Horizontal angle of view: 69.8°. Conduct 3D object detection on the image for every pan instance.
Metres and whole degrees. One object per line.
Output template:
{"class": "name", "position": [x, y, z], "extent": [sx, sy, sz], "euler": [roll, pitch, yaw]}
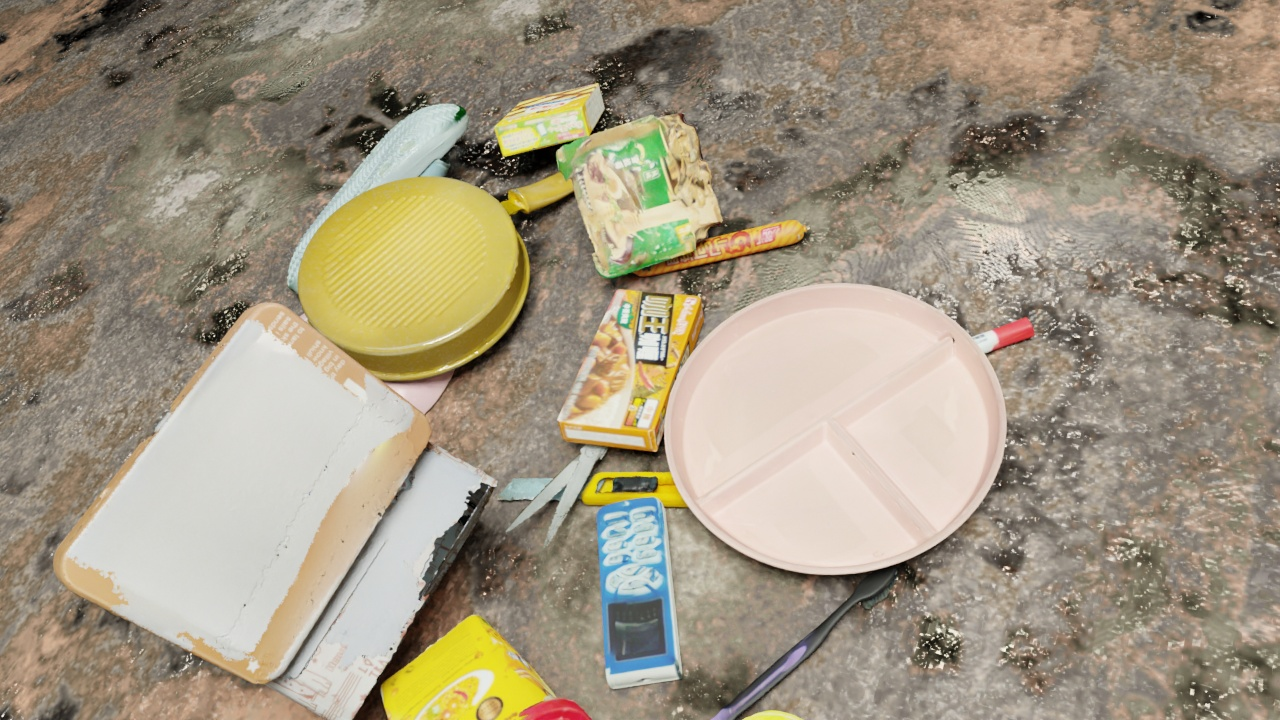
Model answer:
{"class": "pan", "position": [-0.141, -0.119, 0.832], "extent": [0.198, 0.078, 0.356], "euler": [36, 68, 24]}

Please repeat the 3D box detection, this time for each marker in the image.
{"class": "marker", "position": [0.215, 0.000, 0.672], "extent": [0.145, 0.017, 0.017], "euler": [-20, 50, 3]}

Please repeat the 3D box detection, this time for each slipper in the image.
{"class": "slipper", "position": [-0.250, -0.152, 0.903], "extent": [0.245, 0.074, 0.104], "euler": [-48, 32, 1]}

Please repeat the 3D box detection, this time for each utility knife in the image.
{"class": "utility knife", "position": [-0.003, 0.095, 0.671], "extent": [0.223, 0.015, 0.033], "euler": [-2, 50, 17]}

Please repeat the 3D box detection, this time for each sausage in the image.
{"class": "sausage", "position": [0.065, -0.096, 0.793], "extent": [0.165, 0.021, 0.021], "euler": [-12, 51, 10]}

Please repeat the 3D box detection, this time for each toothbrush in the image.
{"class": "toothbrush", "position": [0.091, 0.191, 0.571], "extent": [0.189, 0.017, 0.014], "euler": [-38, 40, -9]}

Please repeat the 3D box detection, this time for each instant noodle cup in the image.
{"class": "instant noodle cup", "position": [-0.088, 0.228, 0.542], "extent": [0.116, 0.116, 0.124], "euler": [-37, 40, -11]}

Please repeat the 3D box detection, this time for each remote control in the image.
{"class": "remote control", "position": [-0.002, 0.154, 0.619], "extent": [0.049, 0.024, 0.124], "euler": [-12, 54, 10]}

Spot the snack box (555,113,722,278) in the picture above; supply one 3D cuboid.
{"class": "snack box", "position": [0.000, -0.151, 0.796], "extent": [0.117, 0.118, 0.105], "euler": [-17, 19, 4]}

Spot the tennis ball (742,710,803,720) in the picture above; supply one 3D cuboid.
{"class": "tennis ball", "position": [0.074, 0.229, 0.509], "extent": [0.065, 0.065, 0.065], "euler": [-9, 51, 11]}

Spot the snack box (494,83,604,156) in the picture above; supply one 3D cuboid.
{"class": "snack box", "position": [-0.087, -0.241, 0.912], "extent": [0.087, 0.034, 0.140], "euler": [-10, 26, 10]}

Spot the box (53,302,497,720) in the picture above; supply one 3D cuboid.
{"class": "box", "position": [-0.189, 0.112, 0.559], "extent": [0.136, 0.270, 0.179], "euler": [16, 61, 24]}

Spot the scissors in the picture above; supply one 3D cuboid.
{"class": "scissors", "position": [-0.031, 0.065, 0.688], "extent": [0.164, 0.014, 0.164], "euler": [-14, 42, -2]}

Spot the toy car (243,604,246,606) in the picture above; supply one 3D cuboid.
{"class": "toy car", "position": [-0.272, 0.186, 0.681], "extent": [0.106, 0.031, 0.049], "euler": [16, 59, 30]}

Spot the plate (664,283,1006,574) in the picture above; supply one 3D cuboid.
{"class": "plate", "position": [0.131, 0.043, 0.639], "extent": [0.230, 0.028, 0.229], "euler": [-8, 55, 12]}

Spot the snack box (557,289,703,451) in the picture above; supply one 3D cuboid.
{"class": "snack box", "position": [-0.004, 0.004, 0.716], "extent": [0.075, 0.026, 0.153], "euler": [5, 45, 18]}

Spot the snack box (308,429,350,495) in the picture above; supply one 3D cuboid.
{"class": "snack box", "position": [-0.290, 0.096, 0.727], "extent": [0.157, 0.026, 0.084], "euler": [-37, 64, -5]}

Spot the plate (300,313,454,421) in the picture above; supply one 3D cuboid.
{"class": "plate", "position": [-0.256, -0.003, 0.816], "extent": [0.192, 0.039, 0.192], "euler": [-9, 51, 11]}
